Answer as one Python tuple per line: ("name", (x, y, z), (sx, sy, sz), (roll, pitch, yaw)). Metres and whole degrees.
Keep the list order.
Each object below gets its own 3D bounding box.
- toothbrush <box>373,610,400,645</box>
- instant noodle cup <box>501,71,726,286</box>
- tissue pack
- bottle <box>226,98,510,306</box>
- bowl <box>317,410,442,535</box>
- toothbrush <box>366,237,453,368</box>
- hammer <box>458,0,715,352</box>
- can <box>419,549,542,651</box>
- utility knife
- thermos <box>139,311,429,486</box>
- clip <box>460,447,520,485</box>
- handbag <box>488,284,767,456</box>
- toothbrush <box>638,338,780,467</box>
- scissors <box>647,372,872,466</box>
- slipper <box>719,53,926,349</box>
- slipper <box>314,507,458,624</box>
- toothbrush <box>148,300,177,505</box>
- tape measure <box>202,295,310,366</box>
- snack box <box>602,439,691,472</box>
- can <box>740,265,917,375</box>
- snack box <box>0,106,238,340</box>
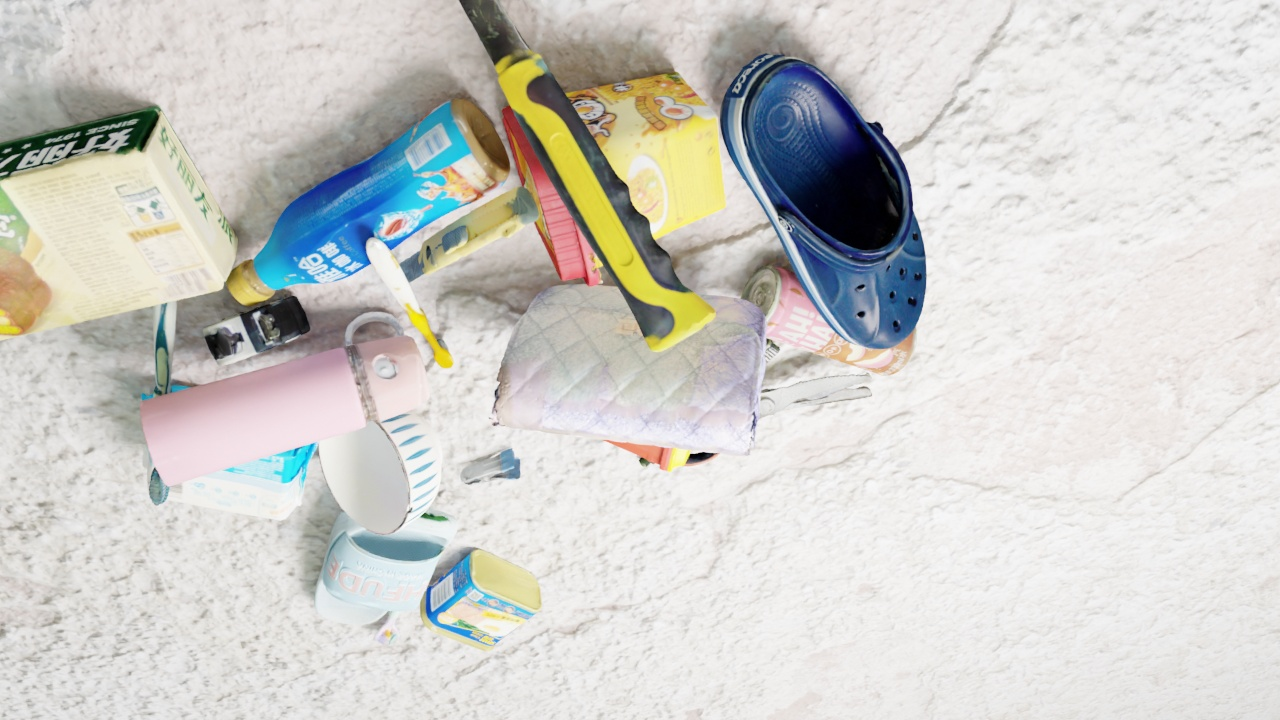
("toothbrush", (-0.245, 0.242, 0.970), (0.029, 0.021, 0.190), (5, 131, -34))
("instant noodle cup", (-0.015, -0.129, 0.615), (0.123, 0.116, 0.116), (-19, 133, -8))
("tissue pack", (-0.344, 0.075, 0.767), (0.140, 0.063, 0.090), (14, 129, -13))
("bottle", (-0.194, -0.099, 0.634), (0.219, 0.065, 0.065), (-28, 131, 15))
("bowl", (-0.213, 0.083, 0.784), (0.066, 0.116, 0.117), (-26, 153, -50))
("toothbrush", (-0.169, -0.040, 0.685), (0.016, 0.018, 0.191), (-18, 154, -4))
("hammer", (-0.062, -0.149, 0.518), (0.126, 0.031, 0.323), (-29, 96, 16))
("can", (-0.167, 0.254, 0.972), (0.083, 0.057, 0.102), (-40, 127, 21))
("utility knife", (-0.127, -0.081, 0.639), (0.021, 0.031, 0.199), (2, 168, -36))
("thermos", (-0.265, 0.024, 0.695), (0.198, 0.087, 0.067), (-18, 168, -18))
("clip", (-0.141, 0.104, 0.859), (0.058, 0.026, 0.041), (-16, 141, 5))
("handbag", (-0.004, 0.004, 0.693), (0.194, 0.133, 0.076), (4, 136, 10))
("toothbrush", (0.061, 0.043, 0.846), (0.017, 0.012, 0.186), (34, 120, -18))
("scissors", (0.099, 0.052, 0.832), (0.205, 0.015, 0.198), (21, 122, -9))
("slipper", (0.152, -0.109, 0.653), (0.105, 0.095, 0.253), (-44, 122, -6))
("slipper", (-0.259, 0.210, 0.889), (0.104, 0.074, 0.246), (17, 137, -24))
("toothbrush", (-0.362, 0.021, 0.693), (0.016, 0.018, 0.192), (5, 103, -14))
("tape measure", (-0.290, -0.022, 0.686), (0.066, 0.065, 0.033), (-19, 100, 4))
("snack box", (0.012, 0.039, 0.773), (0.080, 0.091, 0.082), (18, 108, 8))
("can", (0.158, -0.032, 0.764), (0.147, 0.057, 0.058), (16, 127, -23))
("snack box", (-0.411, -0.081, 0.614), (0.240, 0.063, 0.115), (-13, 133, 2))
